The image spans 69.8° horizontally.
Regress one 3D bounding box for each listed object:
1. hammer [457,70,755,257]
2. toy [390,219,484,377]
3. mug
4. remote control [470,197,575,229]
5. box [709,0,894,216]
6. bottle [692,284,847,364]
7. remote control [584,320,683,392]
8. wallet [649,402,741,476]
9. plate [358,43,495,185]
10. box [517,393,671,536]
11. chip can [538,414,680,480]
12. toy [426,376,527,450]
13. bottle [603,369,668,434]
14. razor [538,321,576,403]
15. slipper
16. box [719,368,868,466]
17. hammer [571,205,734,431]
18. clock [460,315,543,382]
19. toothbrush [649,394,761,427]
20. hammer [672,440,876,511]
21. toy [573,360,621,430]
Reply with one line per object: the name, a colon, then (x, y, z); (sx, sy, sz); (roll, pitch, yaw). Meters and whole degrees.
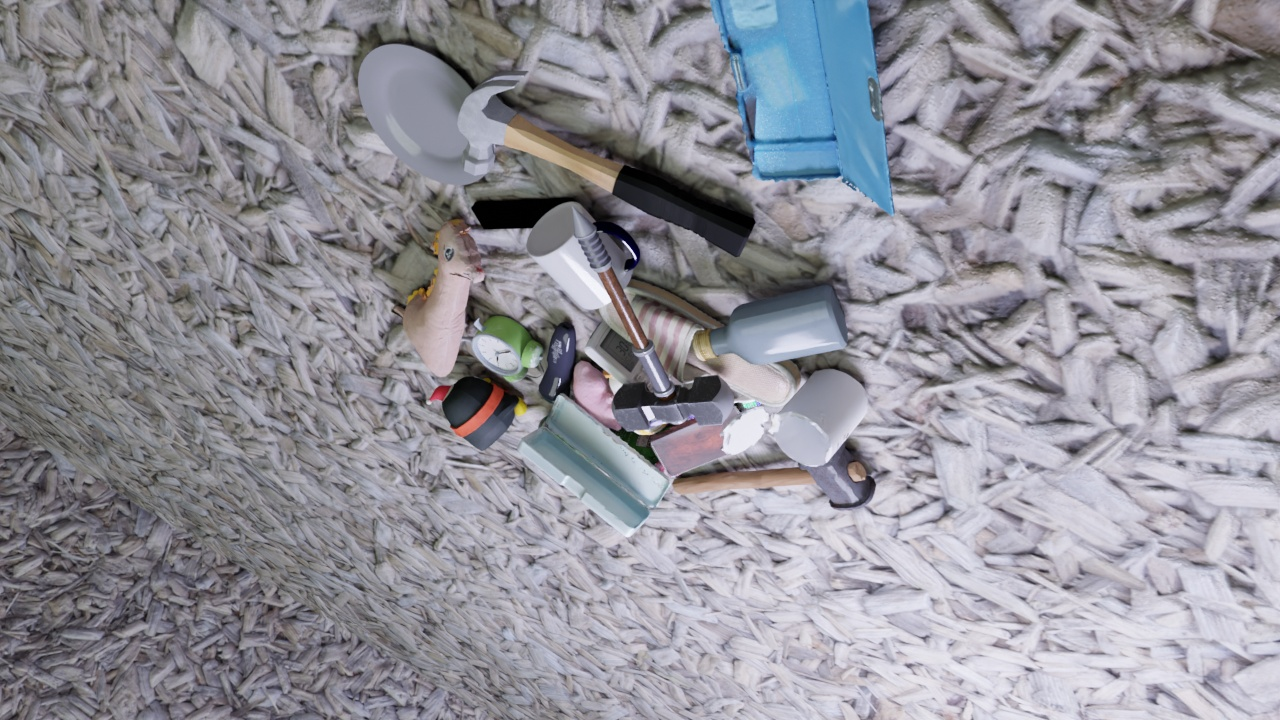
hammer: (-0.037, -0.195, 0.958); (0.328, 0.039, 0.131); (25, 140, 3)
toy: (-0.278, -0.097, 1.232); (0.196, 0.065, 0.265); (46, 140, 27)
mug: (-0.054, -0.120, 1.020); (0.112, 0.078, 0.097); (-11, 140, 35)
remote control: (-0.134, -0.173, 1.083); (0.150, 0.013, 0.034); (4, 140, 32)
box: (0.145, -0.243, 0.765); (0.173, 0.066, 0.232); (28, 149, 41)
bottle: (0.136, -0.031, 0.995); (0.161, 0.046, 0.072); (-12, 127, 24)
remote control: (-0.007, 0.007, 1.161); (0.138, 0.060, 0.026); (41, 146, -12)
wallet: (0.080, 0.103, 1.192); (0.123, 0.019, 0.072); (-23, 123, 11)
plate: (-0.240, -0.277, 1.038); (0.178, 0.012, 0.179); (19, 142, 16)
box: (-0.055, 0.132, 1.235); (0.199, 0.085, 0.096); (38, 111, 10)
chip can: (-0.046, 0.120, 1.310); (0.224, 0.075, 0.075); (4, 135, 32)
toy: (-0.247, 0.069, 1.371); (0.119, 0.099, 0.098); (47, 143, -22)
bottle: (-0.006, 0.046, 1.206); (0.063, 0.063, 0.108); (-10, 126, 42)
razor: (-0.110, 0.003, 1.243); (0.047, 0.052, 0.143); (32, 140, 16)
slipper: (0.065, -0.014, 1.094); (0.263, 0.052, 0.115); (27, 145, 6)
box: (0.173, 0.070, 1.033); (0.119, 0.159, 0.085); (32, 139, 18)
hammer: (-0.010, -0.041, 1.019); (0.156, 0.042, 0.322); (-6, 134, 24)
clock: (-0.185, -0.016, 1.277); (0.119, 0.042, 0.095); (41, 144, -12)
toothbrush: (0.068, 0.065, 1.161); (0.187, 0.015, 0.016); (-14, 126, 17)
hammer: (0.161, 0.160, 1.237); (0.329, 0.052, 0.098); (-12, 126, 47)
toy: (-0.059, 0.055, 1.258); (0.093, 0.050, 0.103); (34, 145, 28)
